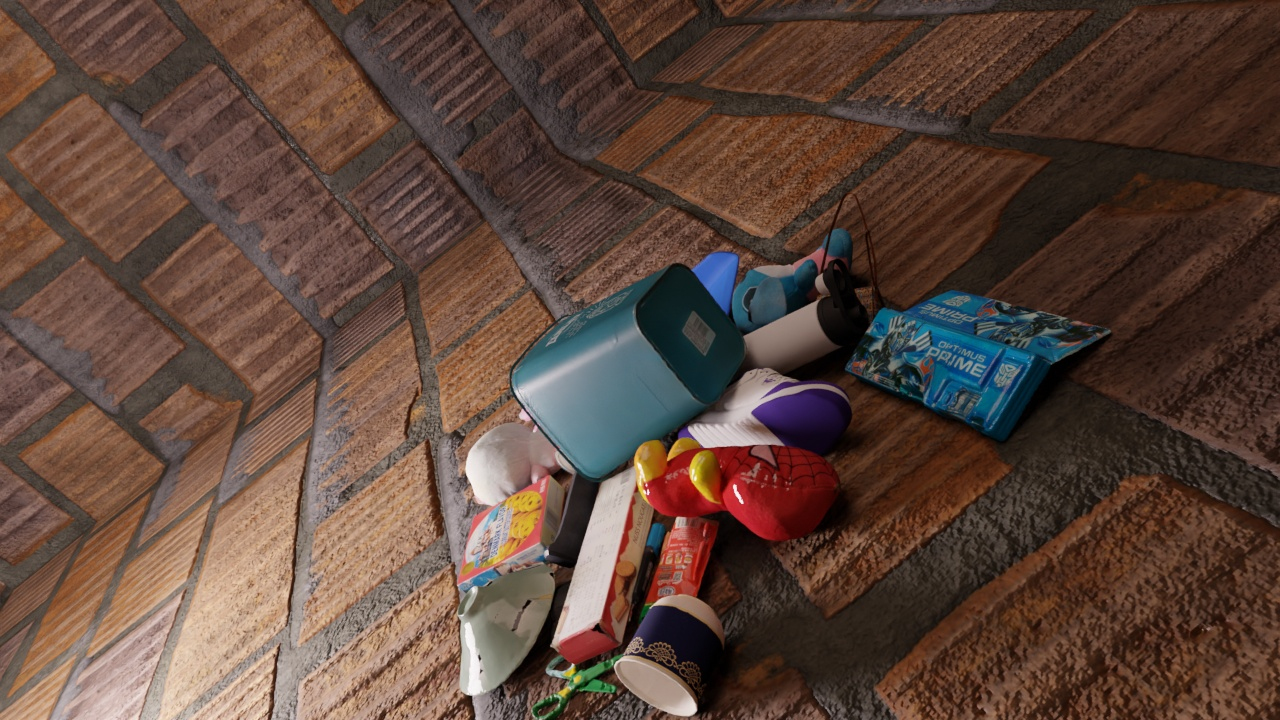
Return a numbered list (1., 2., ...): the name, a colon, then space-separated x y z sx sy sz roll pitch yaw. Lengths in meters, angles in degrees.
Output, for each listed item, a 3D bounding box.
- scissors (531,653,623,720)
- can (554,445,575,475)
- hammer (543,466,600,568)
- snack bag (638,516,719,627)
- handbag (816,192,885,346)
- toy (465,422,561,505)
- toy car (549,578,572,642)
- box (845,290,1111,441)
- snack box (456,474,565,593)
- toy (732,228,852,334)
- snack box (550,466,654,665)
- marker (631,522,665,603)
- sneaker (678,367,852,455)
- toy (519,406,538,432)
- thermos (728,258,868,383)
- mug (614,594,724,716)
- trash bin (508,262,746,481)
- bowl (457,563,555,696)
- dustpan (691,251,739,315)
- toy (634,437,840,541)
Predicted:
1. scissors: -0.064 0.339 0.990 0.132 0.012 0.108 -34 25 13
2. can: -0.071 0.104 1.332 0.067 0.067 0.124 -15 34 41
3. hammer: -0.073 0.135 1.244 0.035 0.139 0.311 116 173 -51
4. snack bag: 0.035 0.241 0.995 0.087 0.044 0.154 -25 31 46
5. handbag: 0.266 -0.116 1.168 0.094 0.043 0.195 -7 79 46
6. toy: -0.177 0.147 1.379 0.180 0.101 0.138 -14 43 11
7. toy car: -0.087 0.292 1.069 0.042 0.036 0.091 -30 26 17
8. box: 0.346 -0.020 0.988 0.175 0.060 0.243 -42 25 -8
9. snack box: -0.176 0.244 1.269 0.145 0.040 0.142 -30 27 17
10. toy: 0.208 -0.105 1.285 0.191 0.099 0.224 -35 3 1
11. snack box: -0.033 0.231 1.084 0.077 0.044 0.272 -31 22 27
12. marker: 0.010 0.231 1.053 0.015 0.018 0.122 -22 24 27
13. sneaker: 0.159 0.056 1.087 0.245 0.092 0.110 -17 28 47
14. toy: -0.116 0.051 1.488 0.158 0.067 0.123 -28 28 13
15. thermos: 0.177 -0.035 1.159 0.231 0.101 0.068 -28 0 41
16. mug: 0.031 0.282 0.889 0.089 0.086 0.112 -55 -6 -36
17. trash bin: -0.007 0.007 1.156 0.219 0.199 0.196 -30 14 41
18. bowl: -0.181 0.306 1.098 0.174 0.068 0.174 -43 21 20
19. dustpan: 0.037 -0.021 1.393 0.258 0.059 0.244 -44 23 46
20. toy: 0.106 0.131 0.971 0.217 0.099 0.147 6 8 32
